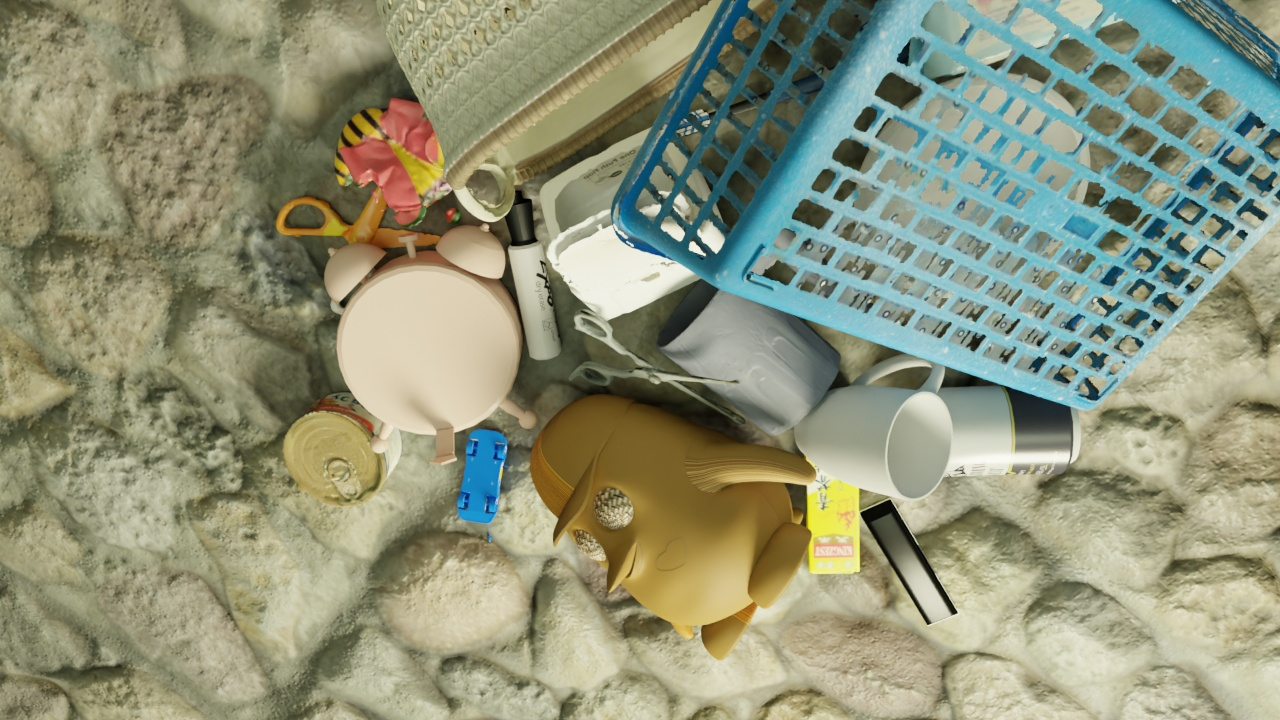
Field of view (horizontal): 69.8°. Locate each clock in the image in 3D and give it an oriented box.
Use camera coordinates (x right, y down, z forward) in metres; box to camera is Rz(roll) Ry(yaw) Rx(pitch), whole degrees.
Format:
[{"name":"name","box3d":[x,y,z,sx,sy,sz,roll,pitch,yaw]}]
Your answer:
[{"name":"clock","box3d":[-0.154,-0.012,0.669,0.131,0.086,0.160,-9,102,0]}]

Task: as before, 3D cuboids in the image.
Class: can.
[{"name":"can","box3d":[-0.240,0.072,0.742,0.086,0.043,0.086,3,113,7]},{"name":"can","box3d":[0.241,0.051,0.660,0.127,0.064,0.064,-3,112,8]}]

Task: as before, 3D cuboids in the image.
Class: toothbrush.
[{"name":"toothbrush","box3d":[0.103,-0.180,0.610,0.168,0.014,0.014,-15,98,13]}]

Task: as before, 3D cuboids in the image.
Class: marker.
[{"name":"marker","box3d":[-0.081,-0.062,0.676,0.025,0.025,0.126,-5,111,9]}]

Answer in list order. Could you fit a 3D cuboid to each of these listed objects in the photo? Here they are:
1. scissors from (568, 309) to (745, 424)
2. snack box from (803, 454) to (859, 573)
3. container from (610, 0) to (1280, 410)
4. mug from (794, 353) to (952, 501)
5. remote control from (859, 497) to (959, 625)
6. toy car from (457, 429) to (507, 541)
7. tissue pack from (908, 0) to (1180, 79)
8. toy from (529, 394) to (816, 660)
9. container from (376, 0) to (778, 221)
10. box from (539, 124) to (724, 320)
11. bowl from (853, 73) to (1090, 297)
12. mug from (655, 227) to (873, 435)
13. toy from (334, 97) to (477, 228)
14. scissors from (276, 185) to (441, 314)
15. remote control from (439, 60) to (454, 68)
[{"name":"scissors","box3d":[0.000,0.009,0.648,0.141,0.014,0.174,38,155,-24]},{"name":"snack box","box3d":[0.147,0.095,0.709,0.040,0.028,0.148,-3,111,8]},{"name":"container","box3d":[0.198,-0.100,0.495,0.361,0.089,0.258,15,122,-29]},{"name":"mug","box3d":[0.161,0.037,0.628,0.071,0.090,0.107,45,69,-32]},{"name":"remote control","box3d":[0.217,0.165,0.738,0.028,0.011,0.124,-28,106,17]},{"name":"toy car","box3d":[-0.126,0.105,0.759,0.033,0.062,0.092,8,83,5]},{"name":"tissue pack","box3d":[0.235,-0.244,0.538,0.182,0.069,0.112,-14,110,15]},{"name":"toy","box3d":[0.010,0.107,0.670,0.203,0.162,0.199,33,126,5]},{"name":"container","box3d":[-0.028,-0.205,0.532,0.246,0.184,0.143,-30,96,15]},{"name":"box","box3d":[-0.015,-0.089,0.573,0.109,0.137,0.126,-25,67,15]},{"name":"bowl","box3d":[0.210,-0.117,0.601,0.149,0.043,0.150,-1,121,-2]},{"name":"mug","box3d":[0.089,-0.023,0.640,0.104,0.083,0.124,39,109,-10]},{"name":"toy","box3d":[-0.168,-0.141,0.643,0.103,0.046,0.084,21,102,8]},{"name":"scissors","box3d":[-0.211,-0.086,0.689,0.125,0.011,0.128,2,111,4]},{"name":"remote control","box3d":[-0.148,-0.250,0.613,0.033,0.013,0.136,-14,110,13]}]
